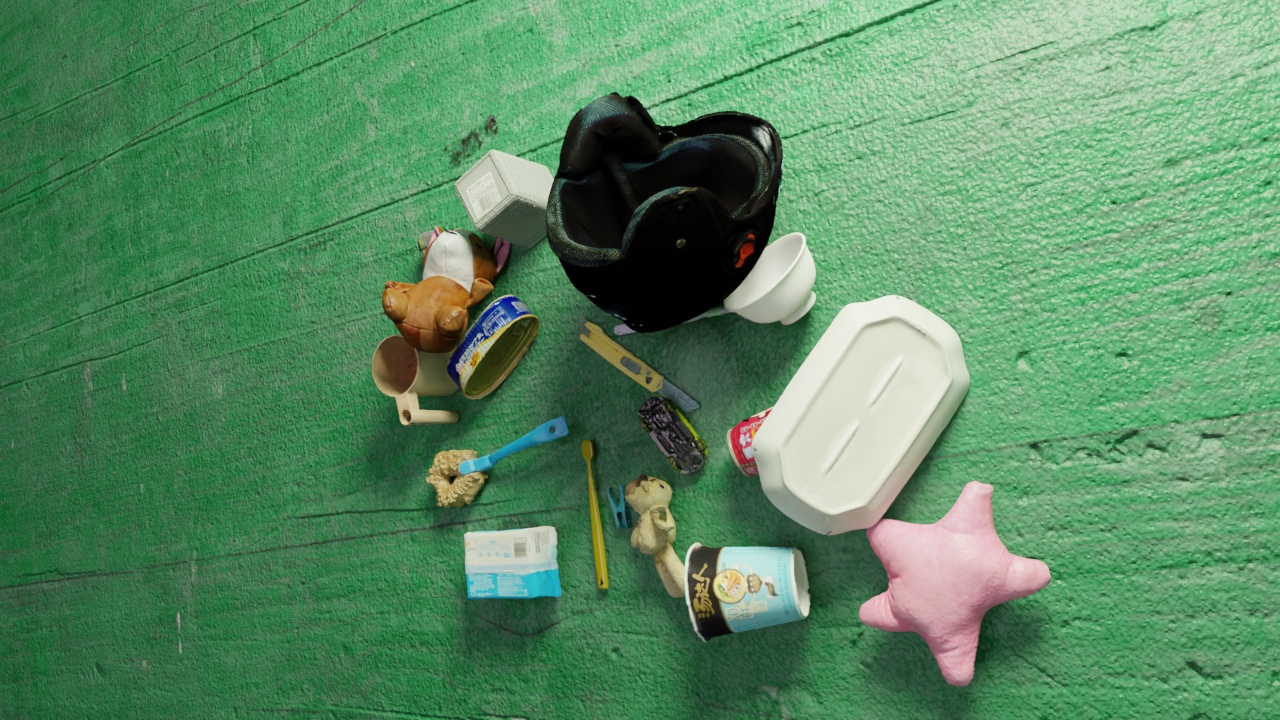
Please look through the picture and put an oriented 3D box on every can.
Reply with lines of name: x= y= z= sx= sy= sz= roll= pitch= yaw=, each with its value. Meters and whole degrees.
can: x=-0.198 y=-0.017 z=1.228 sx=0.049 sy=0.074 sz=0.148 roll=47 pitch=108 yaw=26
can: x=0.152 y=0.087 z=1.034 sx=0.094 sy=0.066 sz=0.066 roll=-27 pitch=75 yaw=25

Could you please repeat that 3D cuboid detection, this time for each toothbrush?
toothbrush: x=-0.056 y=0.195 z=1.173 sx=0.016 sy=0.016 sz=0.190 roll=-9 pitch=84 yaw=27
toothbrush: x=0.049 y=-0.049 z=1.126 sx=0.190 sy=0.029 sz=0.021 roll=-8 pitch=43 yaw=30

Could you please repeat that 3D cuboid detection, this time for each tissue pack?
tissue pack: x=-0.168 y=0.266 z=1.202 sx=0.140 sy=0.063 sz=0.090 roll=-9 pitch=82 yaw=27

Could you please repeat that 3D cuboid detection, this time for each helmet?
helmet: x=0.032 y=-0.160 z=1.024 sx=0.274 sy=0.230 sz=0.233 roll=-25 pitch=49 yaw=-6

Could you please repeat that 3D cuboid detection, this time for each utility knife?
utility knife: x=-0.007 y=0.007 z=1.158 sx=0.207 sy=0.021 sz=0.031 roll=34 pitch=109 yaw=21

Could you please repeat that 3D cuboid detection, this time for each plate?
plate: x=0.232 y=0.057 z=0.962 sx=0.162 sy=0.034 sz=0.266 roll=35 pitch=91 yaw=6

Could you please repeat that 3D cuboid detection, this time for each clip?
clip: x=-0.025 y=0.185 z=1.157 sx=0.040 sy=0.014 sz=0.056 roll=-20 pitch=79 yaw=27

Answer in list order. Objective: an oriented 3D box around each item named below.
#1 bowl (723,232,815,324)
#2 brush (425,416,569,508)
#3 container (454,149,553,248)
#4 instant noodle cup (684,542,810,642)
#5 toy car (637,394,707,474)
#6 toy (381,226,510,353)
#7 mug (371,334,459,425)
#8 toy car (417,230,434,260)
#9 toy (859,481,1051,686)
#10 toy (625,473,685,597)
bowl: x=0.158 y=-0.080 z=1.033 sx=0.118 sy=0.118 sz=0.064 roll=-41 pitch=108 yaw=21
brush: x=-0.194 y=0.131 z=1.228 sx=0.255 sy=0.045 sz=0.083 roll=-27 pitch=72 yaw=31
container: x=-0.171 y=-0.212 z=1.199 sx=0.090 sy=0.114 sz=0.090 roll=-36 pitch=71 yaw=22
instant noodle cup: x=0.123 y=0.253 z=1.026 sx=0.121 sy=0.111 sz=0.111 roll=-12 pitch=82 yaw=20
toy car: x=0.042 y=0.090 z=1.115 sx=0.048 sy=0.032 sz=0.105 roll=-40 pitch=81 yaw=21
toy: x=-0.257 y=-0.109 z=1.212 sx=0.140 sy=0.199 sz=0.131 roll=17 pitch=136 yaw=8
mug: x=-0.298 y=0.028 z=1.262 sx=0.084 sy=0.103 sz=0.124 roll=-21 pitch=78 yaw=26
toy car: x=-0.287 y=-0.140 z=1.300 sx=0.035 sy=0.042 sz=0.090 roll=-38 pitch=69 yaw=63
toy: x=0.308 y=0.211 z=0.941 sx=0.178 sy=0.074 sz=0.195 roll=37 pitch=101 yaw=29
toy: x=0.028 y=0.212 z=1.105 sx=0.157 sy=0.066 sz=0.105 roll=67 pitch=157 yaw=10
